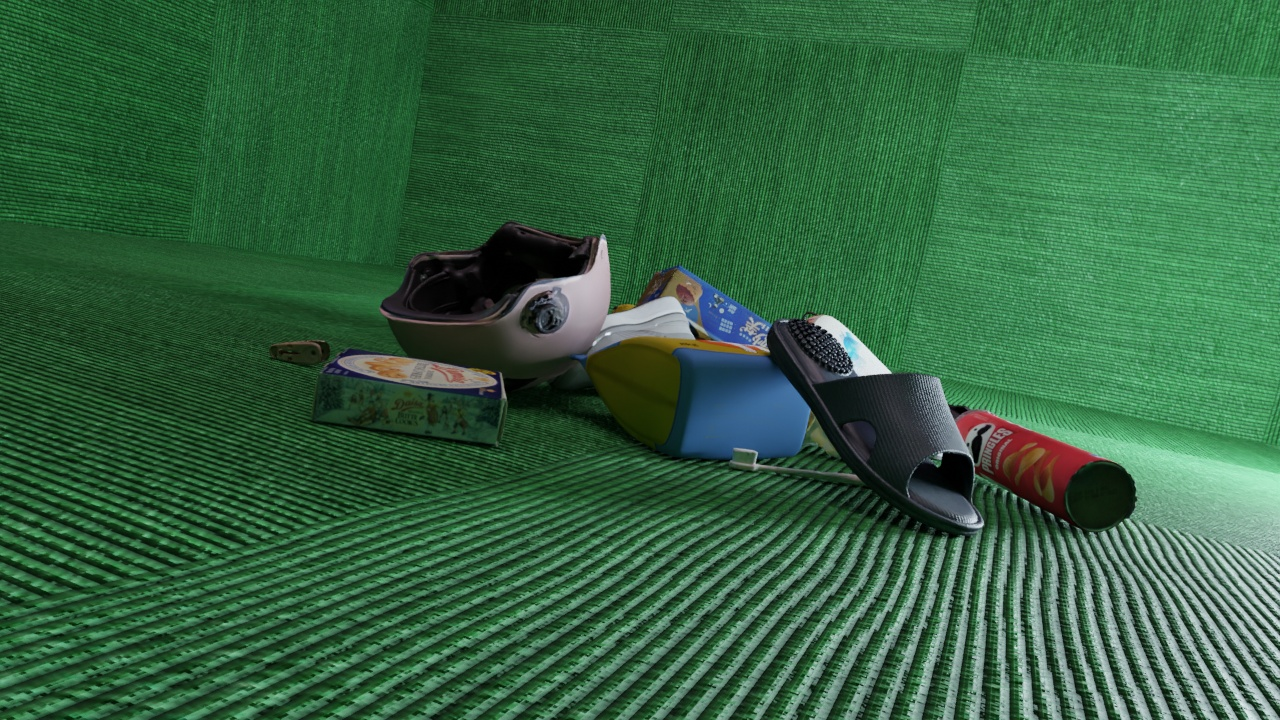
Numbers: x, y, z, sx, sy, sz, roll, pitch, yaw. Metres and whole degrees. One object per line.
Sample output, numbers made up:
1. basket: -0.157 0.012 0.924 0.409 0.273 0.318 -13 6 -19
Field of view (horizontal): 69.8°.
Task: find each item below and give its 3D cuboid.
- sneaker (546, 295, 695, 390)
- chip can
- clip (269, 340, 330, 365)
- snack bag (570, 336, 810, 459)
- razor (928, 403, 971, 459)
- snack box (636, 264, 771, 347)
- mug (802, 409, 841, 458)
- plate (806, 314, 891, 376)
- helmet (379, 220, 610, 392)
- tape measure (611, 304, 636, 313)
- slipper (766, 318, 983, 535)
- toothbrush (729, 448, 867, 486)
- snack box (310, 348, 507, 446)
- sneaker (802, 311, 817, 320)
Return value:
1. sneaker: -0.007 0.007 1.156 0.262 0.097 0.128 -21 65 -48
2. chip can: 0.391 0.106 0.920 0.073 0.073 0.233 10 6 -8
3. clip: -0.353 -0.008 0.947 0.060 0.024 0.039 -1 6 -15
4. snack bag: 0.045 0.023 0.908 0.158 0.102 0.205 4 11 -35
5. razor: 0.367 0.092 1.126 0.155 0.060 0.057 -21 71 -49
6. snack box: 0.106 -0.059 1.400 0.202 0.069 0.155 32 -5 -11
7. mug: 0.195 0.066 1.006 0.087 0.081 0.114 13 33 -44
8. plate: 0.247 0.027 1.021 0.187 0.016 0.186 46 29 3
9. helmet: -0.151 -0.049 1.002 0.230 0.153 0.254 12 33 36
10. tape measure: -0.006 -0.058 1.377 0.065 0.037 0.064 24 -10 -35
11. slipper: 0.200 0.031 0.774 0.101 0.083 0.263 4 37 -37
12. toothbrush: 0.167 0.101 0.829 0.181 0.018 0.016 10 6 -11
13. snack box: -0.188 0.028 0.771 0.145 0.042 0.144 9 6 -11
14. sneaker: 0.232 0.018 1.129 0.101 0.143 0.238 7 10 -33
